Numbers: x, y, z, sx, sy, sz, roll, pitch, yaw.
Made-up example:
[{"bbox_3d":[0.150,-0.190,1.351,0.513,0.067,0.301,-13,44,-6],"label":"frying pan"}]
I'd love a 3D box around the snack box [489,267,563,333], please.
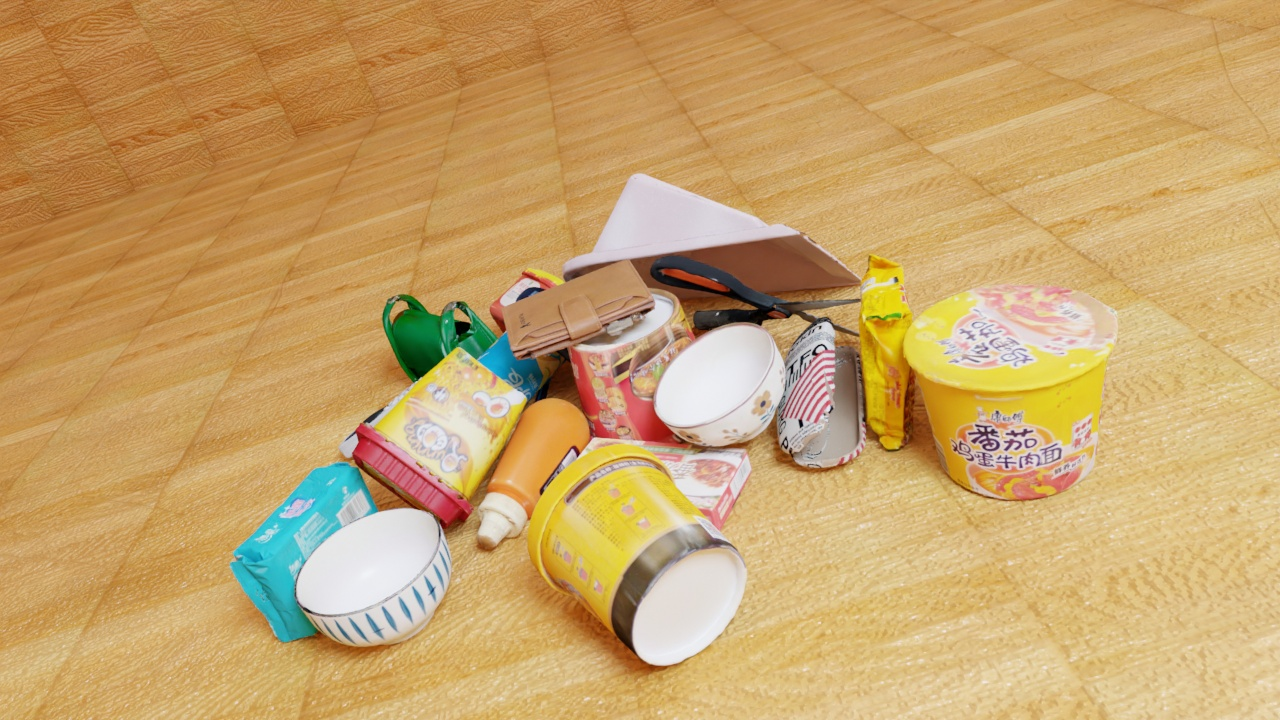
[{"bbox_3d":[-0.122,-0.056,1.057,0.080,0.082,0.091,-38,32,-15],"label":"snack box"}]

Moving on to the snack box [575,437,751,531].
[{"bbox_3d":[0.009,0.101,0.763,0.153,0.025,0.075,2,34,32],"label":"snack box"}]

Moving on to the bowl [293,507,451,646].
[{"bbox_3d":[-0.198,0.176,0.710,0.116,0.066,0.116,-13,30,8],"label":"bowl"}]

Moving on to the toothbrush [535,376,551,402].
[{"bbox_3d":[-0.104,0.053,0.927,0.014,0.016,0.189,-21,25,14],"label":"toothbrush"}]

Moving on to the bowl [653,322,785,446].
[{"bbox_3d":[0.074,0.029,0.762,0.114,0.062,0.113,-28,34,21],"label":"bowl"}]

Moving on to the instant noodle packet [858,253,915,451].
[{"bbox_3d":[0.200,-0.010,0.740,0.044,0.128,0.110,-5,30,14],"label":"instant noodle packet"}]

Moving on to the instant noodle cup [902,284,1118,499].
[{"bbox_3d":[0.267,0.025,0.659,0.138,0.110,0.137,-14,29,8],"label":"instant noodle cup"}]

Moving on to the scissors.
[{"bbox_3d":[0.110,-0.048,0.866,0.221,0.233,0.021,157,130,-71],"label":"scissors"}]

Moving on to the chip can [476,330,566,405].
[{"bbox_3d":[-0.137,0.018,0.928,0.071,0.071,0.209,5,40,36],"label":"chip can"}]

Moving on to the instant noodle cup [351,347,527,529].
[{"bbox_3d":[-0.167,0.064,0.786,0.123,0.116,0.116,-54,3,-19],"label":"instant noodle cup"}]

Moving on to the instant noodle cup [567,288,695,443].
[{"bbox_3d":[-0.005,0.005,0.851,0.138,0.109,0.137,-14,29,8],"label":"instant noodle cup"}]

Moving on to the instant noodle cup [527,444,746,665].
[{"bbox_3d":[0.001,0.134,0.625,0.118,0.118,0.114,-31,38,-21],"label":"instant noodle cup"}]

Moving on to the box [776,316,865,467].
[{"bbox_3d":[0.157,0.035,0.780,0.075,0.082,0.163,-45,18,30],"label":"box"}]

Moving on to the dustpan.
[{"bbox_3d":[0.064,-0.087,0.947,0.273,0.139,0.222,28,7,31],"label":"dustpan"}]

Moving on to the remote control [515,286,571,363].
[{"bbox_3d":[-0.068,-0.027,0.931,0.053,0.136,0.024,-52,4,-39],"label":"remote control"}]

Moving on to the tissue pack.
[{"bbox_3d":[-0.270,0.156,0.758,0.050,0.093,0.133,1,33,25],"label":"tissue pack"}]

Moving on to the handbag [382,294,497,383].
[{"bbox_3d":[-0.211,-0.018,0.999,0.131,0.120,0.067,14,48,42],"label":"handbag"}]

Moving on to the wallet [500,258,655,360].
[{"bbox_3d":[-0.058,-0.045,0.824,0.132,0.031,0.107,-21,27,-3],"label":"wallet"}]

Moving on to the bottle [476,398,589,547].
[{"bbox_3d":[-0.098,0.100,0.796,0.067,0.067,0.149,0,41,30],"label":"bottle"}]

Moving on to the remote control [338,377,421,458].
[{"bbox_3d":[-0.249,0.049,0.941,0.150,0.021,0.058,-33,11,24],"label":"remote control"}]
